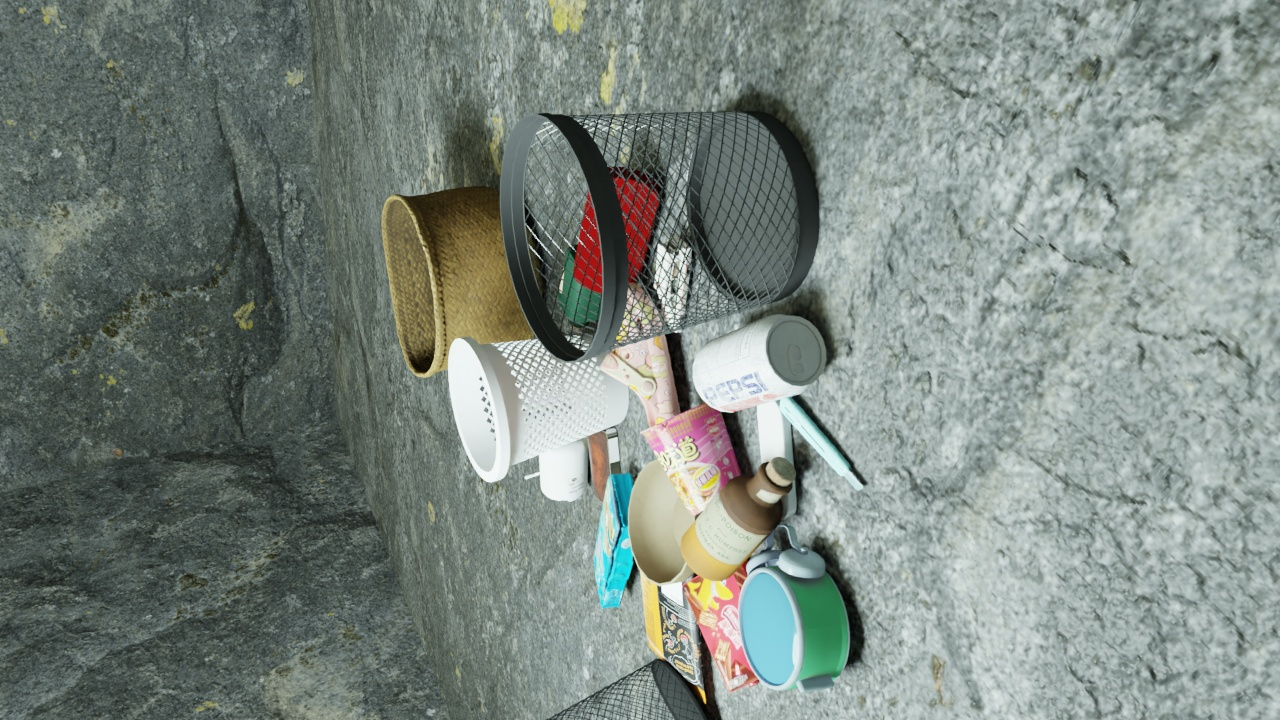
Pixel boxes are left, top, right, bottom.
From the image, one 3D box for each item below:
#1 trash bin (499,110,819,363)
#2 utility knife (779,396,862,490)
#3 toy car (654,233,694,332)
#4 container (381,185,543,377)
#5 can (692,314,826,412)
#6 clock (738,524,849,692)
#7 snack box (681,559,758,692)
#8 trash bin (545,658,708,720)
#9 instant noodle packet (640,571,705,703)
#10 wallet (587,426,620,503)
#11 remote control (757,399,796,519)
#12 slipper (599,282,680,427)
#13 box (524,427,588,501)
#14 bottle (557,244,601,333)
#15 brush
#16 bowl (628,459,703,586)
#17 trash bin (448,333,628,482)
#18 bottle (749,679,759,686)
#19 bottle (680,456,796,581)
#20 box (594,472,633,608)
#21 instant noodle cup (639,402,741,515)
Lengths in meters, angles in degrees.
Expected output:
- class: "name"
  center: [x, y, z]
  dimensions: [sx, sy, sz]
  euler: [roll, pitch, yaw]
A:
- class: "trash bin"
  center: [0.017, -0.126, 0.855]
  dimensions: [0.218, 0.227, 0.218]
  euler: [37, 133, 52]
- class: "utility knife"
  center: [0.174, 0.079, 0.882]
  dimensions: [0.126, 0.015, 0.022]
  euler: [52, 143, 35]
- class: "toy car"
  center: [0.034, -0.086, 1.048]
  dimensions: [0.039, 0.039, 0.113]
  euler: [49, 143, 44]
- class: "container"
  center: [-0.286, -0.132, 1.480]
  dimensions: [0.307, 0.196, 0.307]
  euler: [39, 135, 53]
- class: "can"
  center: [0.113, 0.004, 0.893]
  dimensions: [0.136, 0.078, 0.078]
  euler: [-24, 80, 63]
- class: "clock"
  center: [0.155, 0.250, 0.938]
  dimensions: [0.122, 0.075, 0.161]
  euler: [150, 117, -63]
- class: "snack box"
  center: [0.110, 0.300, 1.054]
  dimensions: [0.089, 0.021, 0.133]
  euler: [-39, 63, 27]
- class: "trash bin"
  center: [-0.025, 0.515, 1.217]
  dimensions: [0.184, 0.209, 0.184]
  euler: [48, 154, 32]
- class: "instant noodle packet"
  center: [0.039, 0.325, 1.235]
  dimensions: [0.160, 0.032, 0.221]
  euler: [23, 122, 61]
- class: "wallet"
  center: [-0.054, 0.151, 1.350]
  dimensions: [0.072, 0.019, 0.123]
  euler: [23, 122, 58]
- class: "remote control"
  center: [0.142, 0.100, 0.954]
  dimensions: [0.043, 0.013, 0.136]
  euler: [17, 117, 60]
- class: "slipper"
  center: [-0.007, 0.006, 1.110]
  dimensions: [0.093, 0.081, 0.197]
  euler: [-175, 70, -79]
- class: "box"
  center: [-0.134, 0.158, 1.449]
  dimensions: [0.142, 0.083, 0.140]
  euler: [35, 133, 46]
- class: "bottle"
  center: [-0.074, -0.090, 1.233]
  dimensions: [0.061, 0.061, 0.132]
  euler: [60, 149, 35]
- class: "brush"
  center: [-0.030, -0.158, 1.102]
  dimensions: [0.041, 0.082, 0.174]
  euler: [-86, 8, -45]
- class: "bowl"
  center: [0.044, 0.197, 1.122]
  dimensions: [0.153, 0.050, 0.152]
  euler: [-15, 73, 58]
- class: "trash bin"
  center: [-0.135, 0.046, 1.259]
  dimensions: [0.195, 0.199, 0.196]
  euler: [37, 133, 52]
- class: "bottle"
  center: [0.102, 0.322, 1.099]
  dimensions: [0.141, 0.041, 0.042]
  euler: [60, 149, 29]
- class: "bottle"
  center: [0.106, 0.159, 0.948]
  dimensions: [0.157, 0.067, 0.067]
  euler: [-56, 50, 35]
- class: "box"
  center: [-0.038, 0.262, 1.313]
  dimensions: [0.227, 0.041, 0.094]
  euler: [102, 162, -46]
- class: "instant noodle cup"
  center: [0.066, 0.110, 1.029]
  dimensions: [0.108, 0.097, 0.098]
  euler: [65, 152, 4]
